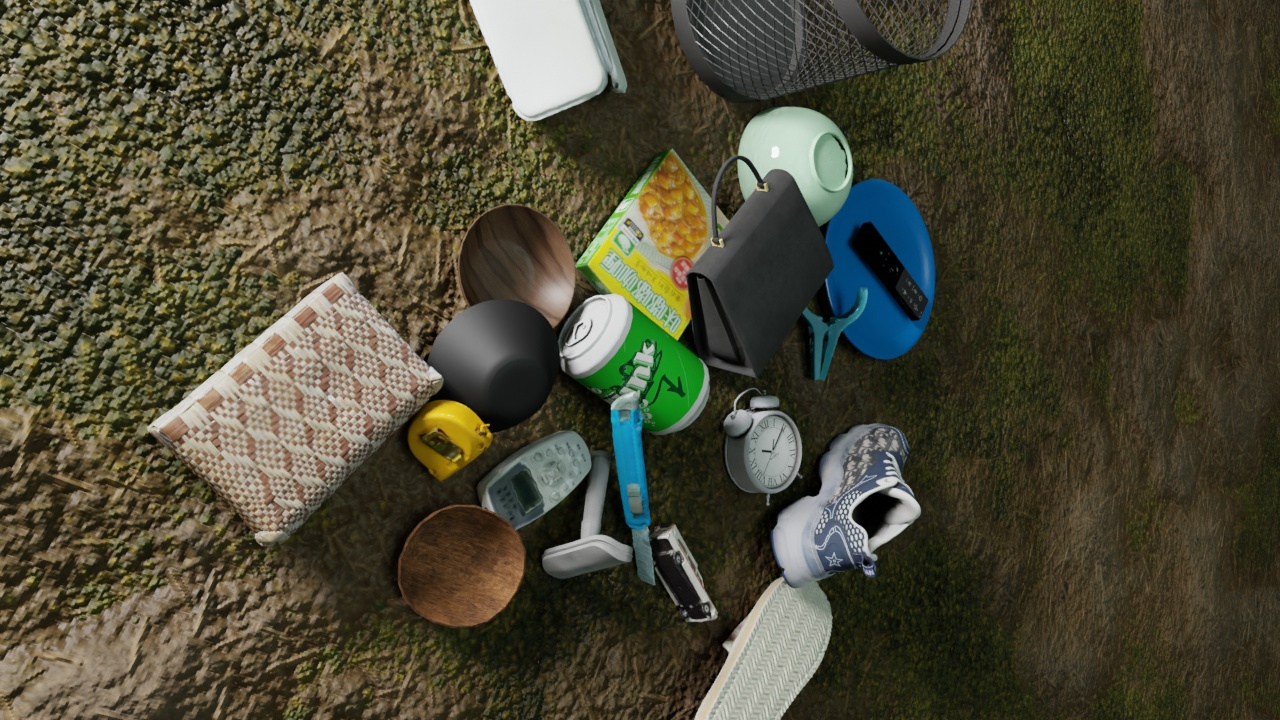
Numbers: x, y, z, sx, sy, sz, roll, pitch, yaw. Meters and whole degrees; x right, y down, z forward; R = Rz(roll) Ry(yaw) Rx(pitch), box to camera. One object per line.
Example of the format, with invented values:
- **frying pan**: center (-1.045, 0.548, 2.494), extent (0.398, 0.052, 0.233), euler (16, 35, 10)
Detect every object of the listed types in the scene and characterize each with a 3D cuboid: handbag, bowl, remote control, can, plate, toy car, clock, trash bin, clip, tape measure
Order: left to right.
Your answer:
- **handbag**: center (-0.254, 0.035, 0.696), extent (0.124, 0.047, 0.185), euler (51, 59, -16)
- **tape measure**: center (-0.161, 0.062, 0.756), extent (0.059, 0.068, 0.030), euler (45, 27, -23)
- **bowl**: center (-0.154, 0.172, 0.780), extent (0.114, 0.026, 0.102), euler (34, 78, -30)
- **bowl**: center (-0.113, 0.015, 0.776), extent (0.123, 0.052, 0.124), euler (-13, 116, -28)
- **bowl**: center (-0.116, -0.077, 0.817), extent (0.119, 0.032, 0.119), euler (2, 88, -39)
- **remote control**: center (-0.094, 0.107, 0.831), extent (0.114, 0.028, 0.060), euler (-31, 107, -35)
- **can**: center (-0.005, 0.005, 0.868), extent (0.140, 0.088, 0.087), euler (37, 66, -32)
- **toy car**: center (0.042, 0.216, 0.933), extent (0.113, 0.039, 0.038), euler (61, 35, -21)
- **handbag**: center (0.110, -0.117, 0.933), extent (0.175, 0.072, 0.196), euler (-52, 138, -28)
- **clock**: center (0.133, 0.089, 1.009), extent (0.094, 0.035, 0.123), euler (-31, 109, -35)
- **bowl**: center (0.188, -0.218, 1.037), extent (0.150, 0.077, 0.151), euler (1, 89, -38)
- **trash bin**: center (0.175, -0.384, 0.933), extent (0.217, 0.228, 0.217), euler (2, 88, -39)
- **clip**: center (0.206, -0.050, 1.067), extent (0.120, 0.033, 0.122), euler (38, 96, -12)
- **plate**: center (0.295, -0.113, 1.152), extent (0.224, 0.024, 0.224), euler (2, 88, -39)
- **remote control**: center (0.312, -0.109, 1.139), extent (0.150, 0.013, 0.034), euler (44, 63, -29)

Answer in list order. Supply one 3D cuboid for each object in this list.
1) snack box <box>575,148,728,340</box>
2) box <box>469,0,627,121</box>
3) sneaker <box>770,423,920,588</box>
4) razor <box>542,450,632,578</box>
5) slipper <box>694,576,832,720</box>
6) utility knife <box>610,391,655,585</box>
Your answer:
- **snack box**: center (0.024, -0.111, 0.933), extent (0.132, 0.027, 0.167), euler (47, 62, -28)
- **box**: center (-0.094, -0.329, 0.839), extent (0.129, 0.105, 0.210), euler (-55, 127, -75)
- **sneaker**: center (0.265, 0.158, 1.043), extent (0.268, 0.133, 0.103), euler (-40, 111, -42)
- **razor**: center (-0.044, 0.138, 0.853), extent (0.047, 0.088, 0.116), euler (32, 50, -34)
- **slipper**: center (0.129, 0.332, 0.981), extent (0.115, 0.052, 0.262), euler (58, 44, -9)
- **utility knife**: center (-0.004, 0.128, 0.874), extent (0.015, 0.031, 0.221), euler (-67, 153, -59)
